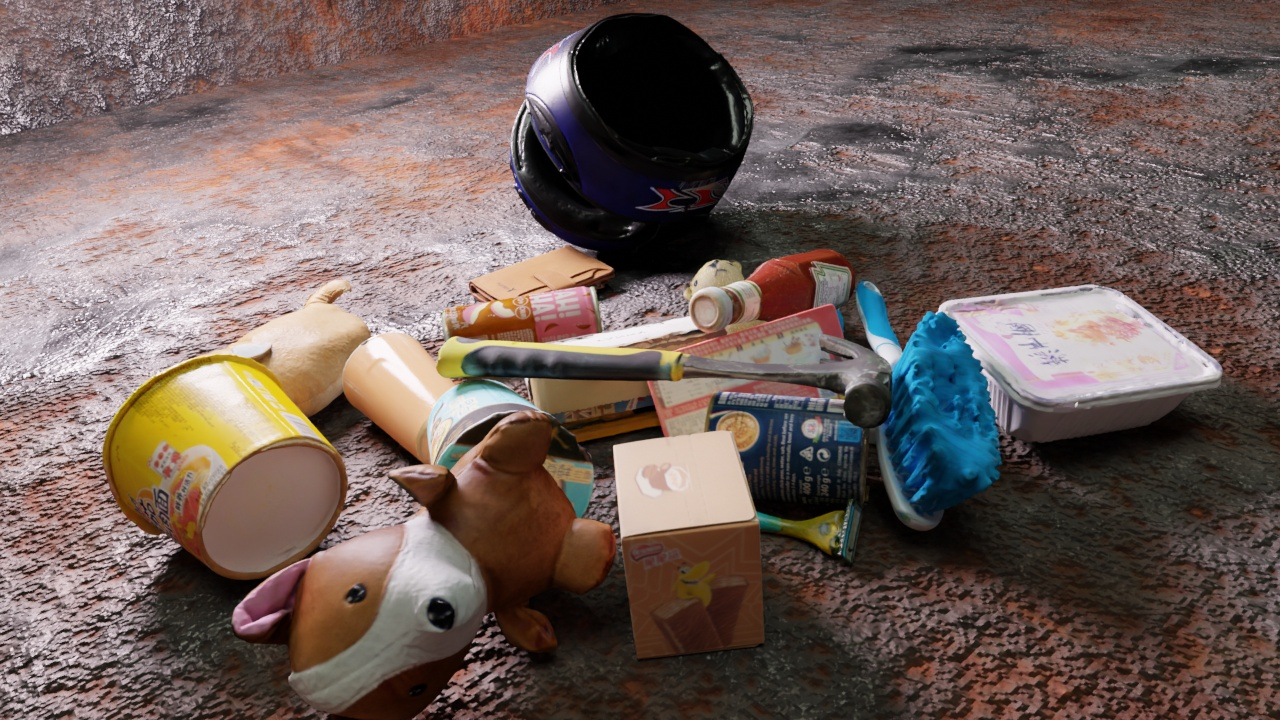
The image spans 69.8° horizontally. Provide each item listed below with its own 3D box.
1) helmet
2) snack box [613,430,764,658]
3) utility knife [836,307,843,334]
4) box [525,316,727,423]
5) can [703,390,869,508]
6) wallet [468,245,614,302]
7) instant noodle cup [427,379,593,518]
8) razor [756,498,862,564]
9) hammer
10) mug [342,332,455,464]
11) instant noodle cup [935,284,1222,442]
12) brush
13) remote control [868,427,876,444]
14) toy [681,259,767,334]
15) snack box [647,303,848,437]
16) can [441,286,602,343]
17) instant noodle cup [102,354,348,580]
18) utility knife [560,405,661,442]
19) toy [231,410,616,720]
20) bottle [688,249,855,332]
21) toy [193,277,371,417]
[{"bbox_3d":[-0.032,-0.239,1.041,0.241,0.247,0.314,-35,-4,42],"label":"helmet"},{"bbox_3d":[0.028,0.109,0.554,0.077,0.094,0.092,-7,29,0],"label":"snack box"},{"bbox_3d":[0.175,-0.028,0.844,0.018,0.034,0.197,-38,14,28],"label":"utility knife"},{"bbox_3d":[-0.005,0.005,0.768,0.184,0.060,0.090,-9,11,-7],"label":"box"},{"bbox_3d":[0.105,0.062,0.644,0.111,0.075,0.075,3,30,16],"label":"can"},{"bbox_3d":[-0.108,-0.087,1.005,0.131,0.031,0.108,-23,32,-26],"label":"wallet"},{"bbox_3d":[-0.105,0.068,0.657,0.111,0.111,0.120,-16,22,-18],"label":"instant noodle cup"},{"bbox_3d":[0.080,0.105,0.620,0.133,0.028,0.043,8,62,19],"label":"razor"},{"bbox_3d":[0.012,0.005,0.654,0.324,0.032,0.126,3,15,15],"label":"hammer"},{"bbox_3d":[-0.185,0.036,0.757,0.078,0.078,0.123,-24,39,-30],"label":"mug"},{"bbox_3d":[0.323,0.006,0.699,0.173,0.060,0.138,-8,37,-15],"label":"instant noodle cup"},{"bbox_3d":[0.200,0.000,0.690,0.060,0.110,0.313,17,42,-5],"label":"brush"},{"bbox_3d":[0.147,0.038,0.736,0.135,0.019,0.056,8,36,23],"label":"remote control"},{"bbox_3d":[0.096,-0.038,0.840,0.105,0.066,0.157,-27,47,-8],"label":"toy"},{"bbox_3d":[0.084,0.014,0.706,0.153,0.075,0.025,-17,1,5],"label":"snack box"},{"bbox_3d":[-0.112,-0.033,0.877,0.147,0.058,0.058,-10,29,-7],"label":"can"},{"bbox_3d":[-0.281,0.079,0.641,0.110,0.138,0.137,29,43,33],"label":"instant noodle cup"},{"bbox_3d":[-0.014,0.049,0.753,0.170,0.015,0.033,-12,26,-11],"label":"utility knife"},{"bbox_3d":[-0.109,0.125,0.508,0.199,0.140,0.131,-33,5,-30],"label":"toy"},{"bbox_3d":[0.112,-0.056,0.772,0.060,0.060,0.205,17,21,36],"label":"bottle"},{"bbox_3d":[-0.317,-0.010,0.855,0.143,0.083,0.225,12,30,15],"label":"toy"}]
